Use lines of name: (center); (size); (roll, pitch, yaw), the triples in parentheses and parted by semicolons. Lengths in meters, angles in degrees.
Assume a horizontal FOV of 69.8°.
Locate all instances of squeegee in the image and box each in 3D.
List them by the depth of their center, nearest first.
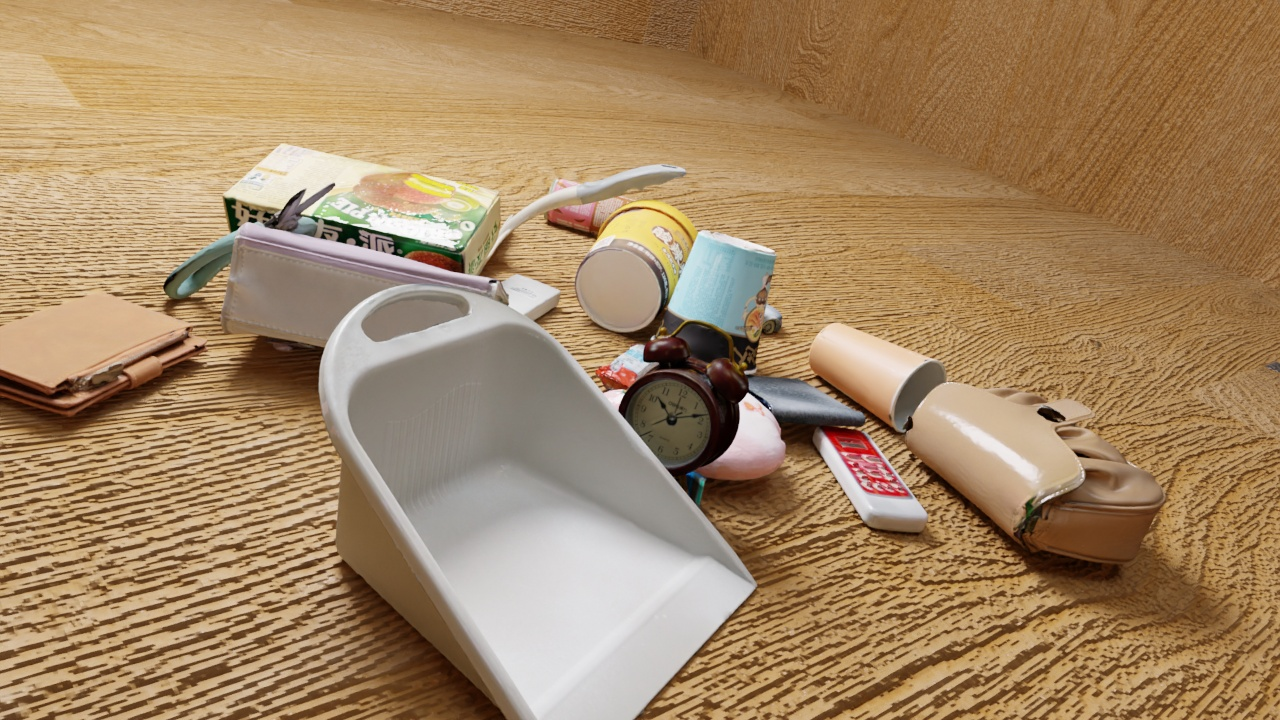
squeegee: (-0.070, -0.170, 0.990); (0.247, 0.039, 0.246); (-20, 22, 13)

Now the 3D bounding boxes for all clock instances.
clock: (0.030, 0.030, 0.655); (0.082, 0.122, 0.055); (25, 14, 15)

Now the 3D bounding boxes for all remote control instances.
remote control: (0.192, 0.097, 0.777); (0.056, 0.020, 0.136); (9, 25, -16)
remote control: (-0.130, -0.053, 0.903); (0.056, 0.019, 0.134); (21, 25, 12)

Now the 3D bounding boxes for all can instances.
can: (-0.048, -0.190, 1.194); (0.147, 0.058, 0.057); (16, 25, 1)

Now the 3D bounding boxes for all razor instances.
razor: (-0.023, 0.082, 0.680); (0.143, 0.022, 0.042); (19, 24, 1)

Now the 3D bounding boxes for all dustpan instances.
dustpan: (-0.067, 0.066, 0.550); (0.258, 0.143, 0.222); (26, 27, 24)

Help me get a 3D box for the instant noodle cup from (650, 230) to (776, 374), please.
instant noodle cup: (0.078, -0.060, 0.898); (0.111, 0.120, 0.111); (15, 14, -4)

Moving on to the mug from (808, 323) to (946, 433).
mug: (0.232, 0.012, 0.922); (0.078, 0.078, 0.123); (-5, 26, -38)

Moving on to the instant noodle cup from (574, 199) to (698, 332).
instant noodle cup: (-0.006, -0.095, 0.958); (0.118, 0.119, 0.114); (20, 33, 10)

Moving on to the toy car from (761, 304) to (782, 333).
toy car: (0.106, -0.057, 1.033); (0.120, 0.037, 0.054); (5, 26, -28)

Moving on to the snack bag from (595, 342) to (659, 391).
snack bag: (-0.005, 0.005, 0.846); (0.045, 0.026, 0.105); (23, 25, 15)

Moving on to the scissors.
scissors: (-0.319, -0.105, 0.795); (0.019, 0.174, 0.176); (57, 7, -2)

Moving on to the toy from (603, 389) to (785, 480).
toy: (0.037, 0.055, 0.742); (0.159, 0.054, 0.121); (3, 26, -8)

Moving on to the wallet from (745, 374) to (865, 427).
wallet: (0.137, 0.035, 0.857); (0.097, 0.019, 0.121); (6, 14, -22)

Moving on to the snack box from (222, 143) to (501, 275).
snack box: (-0.268, -0.140, 0.903); (0.240, 0.063, 0.114); (13, 41, 4)

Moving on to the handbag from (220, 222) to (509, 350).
handbag: (-0.213, -0.044, 0.744); (0.197, 0.098, 0.145); (13, 9, -3)

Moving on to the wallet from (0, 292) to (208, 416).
wallet: (-0.391, -0.008, 0.644); (0.108, 0.031, 0.131); (17, 25, 9)

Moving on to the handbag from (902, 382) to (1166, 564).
handbag: (0.335, 0.085, 0.790); (0.147, 0.100, 0.204); (0, 25, -24)
